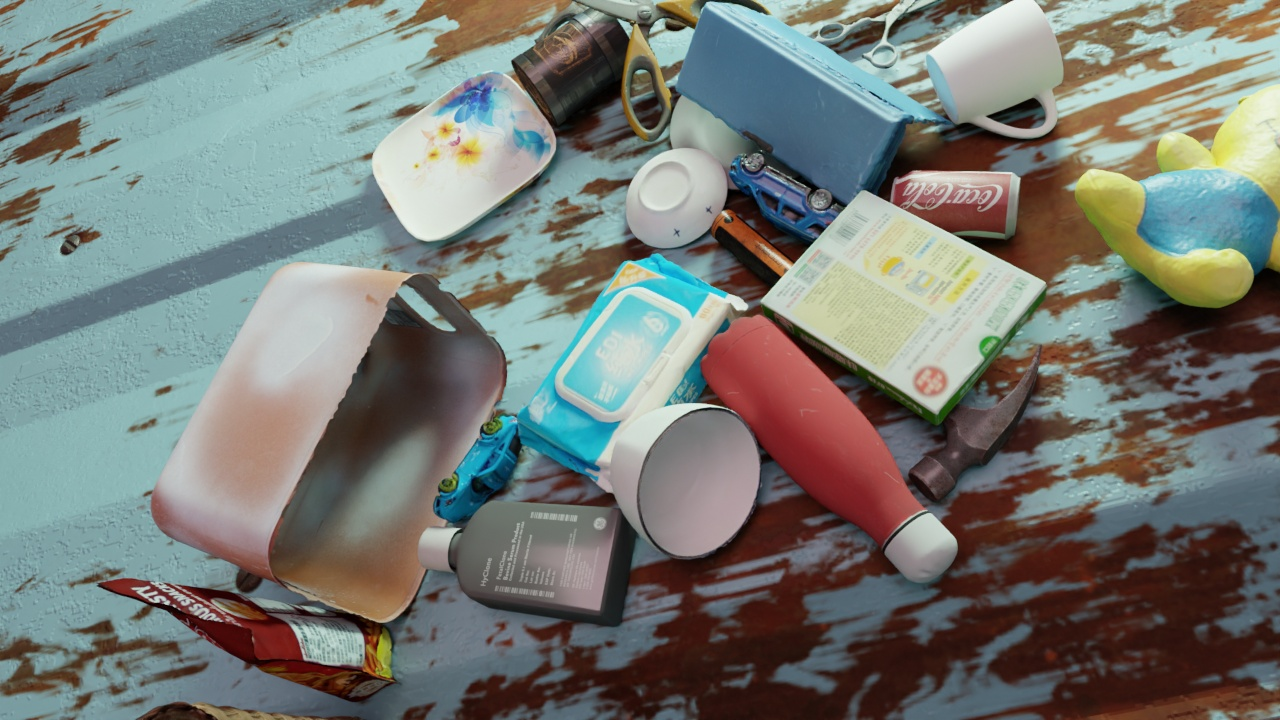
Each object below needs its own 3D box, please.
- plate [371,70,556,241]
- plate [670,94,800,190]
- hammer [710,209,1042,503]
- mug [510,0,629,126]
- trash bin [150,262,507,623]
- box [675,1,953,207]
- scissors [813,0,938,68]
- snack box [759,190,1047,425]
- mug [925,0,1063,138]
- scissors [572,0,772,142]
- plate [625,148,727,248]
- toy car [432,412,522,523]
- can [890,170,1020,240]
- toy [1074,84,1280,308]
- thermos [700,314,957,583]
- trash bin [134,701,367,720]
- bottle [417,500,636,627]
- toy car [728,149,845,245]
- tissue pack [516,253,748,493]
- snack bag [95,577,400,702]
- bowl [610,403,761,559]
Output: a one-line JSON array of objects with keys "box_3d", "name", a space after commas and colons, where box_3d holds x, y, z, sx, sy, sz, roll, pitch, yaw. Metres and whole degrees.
[{"box_3d": [-0.190, -0.219, 0.986, 0.187, 0.016, 0.187, -36, 57, -1], "name": "plate"}, {"box_3d": [0.116, -0.235, 0.886, 0.179, 0.012, 0.178, -9, 61, 16], "name": "plate"}, {"box_3d": [0.174, -0.038, 0.748, 0.137, 0.035, 0.314, -40, 57, -5], "name": "hammer"}, {"box_3d": [-0.077, -0.320, 0.960, 0.107, 0.080, 0.115, -37, 63, -3], "name": "mug"}, {"box_3d": [-0.253, 0.063, 0.764, 0.157, 0.181, 0.259, 9, 68, 26], "name": "trash bin"}, {"box_3d": [0.155, -0.238, 0.841, 0.112, 0.094, 0.231, -17, 49, -44], "name": "box"}, {"box_3d": [0.234, -0.337, 0.891, 0.147, 0.014, 0.141, 14, 64, 21], "name": "scissors"}, {"box_3d": [0.198, -0.046, 0.707, 0.168, 0.027, 0.132, 37, 78, 32], "name": "snack box"}, {"box_3d": [0.308, -0.239, 0.788, 0.088, 0.081, 0.114, -25, 89, 13], "name": "mug"}, {"box_3d": [0.016, -0.322, 0.910, 0.225, 0.016, 0.229, 11, 83, -2], "name": "scissors"}, {"box_3d": [0.028, -0.157, 0.858, 0.104, 0.026, 0.104, -9, 69, 23], "name": "plate"}, {"box_3d": [-0.133, 0.095, 0.781, 0.032, 0.048, 0.105, 30, 75, 26], "name": "toy car"}, {"box_3d": [0.258, -0.128, 0.753, 0.097, 0.054, 0.054, 6, 66, 23], "name": "can"}, {"box_3d": [0.448, -0.124, 0.666, 0.214, 0.084, 0.149, -33, 58, -1], "name": "toy"}, {"box_3d": [0.139, 0.064, 0.683, 0.073, 0.073, 0.240, -38, 58, -3], "name": "thermos"}, {"box_3d": [-0.257, 0.310, 0.616, 0.151, 0.210, 0.151, -9, 60, 16], "name": "trash bin"}, {"box_3d": [-0.096, 0.157, 0.735, 0.174, 0.046, 0.083, 1, 64, 21], "name": "bottle"}, {"box_3d": [0.127, -0.138, 0.800, 0.120, 0.056, 0.043, 36, 93, 20], "name": "toy car"}, {"box_3d": [-0.005, 0.005, 0.774, 0.117, 0.066, 0.209, 27, 73, 28], "name": "tissue pack"}, {"box_3d": [-0.272, 0.199, 0.681, 0.139, 0.208, 0.066, 17, 70, 26], "name": "snack bag"}, {"box_3d": [0.028, 0.085, 0.694, 0.116, 0.116, 0.066, -55, 32, -13], "name": "bowl"}]
